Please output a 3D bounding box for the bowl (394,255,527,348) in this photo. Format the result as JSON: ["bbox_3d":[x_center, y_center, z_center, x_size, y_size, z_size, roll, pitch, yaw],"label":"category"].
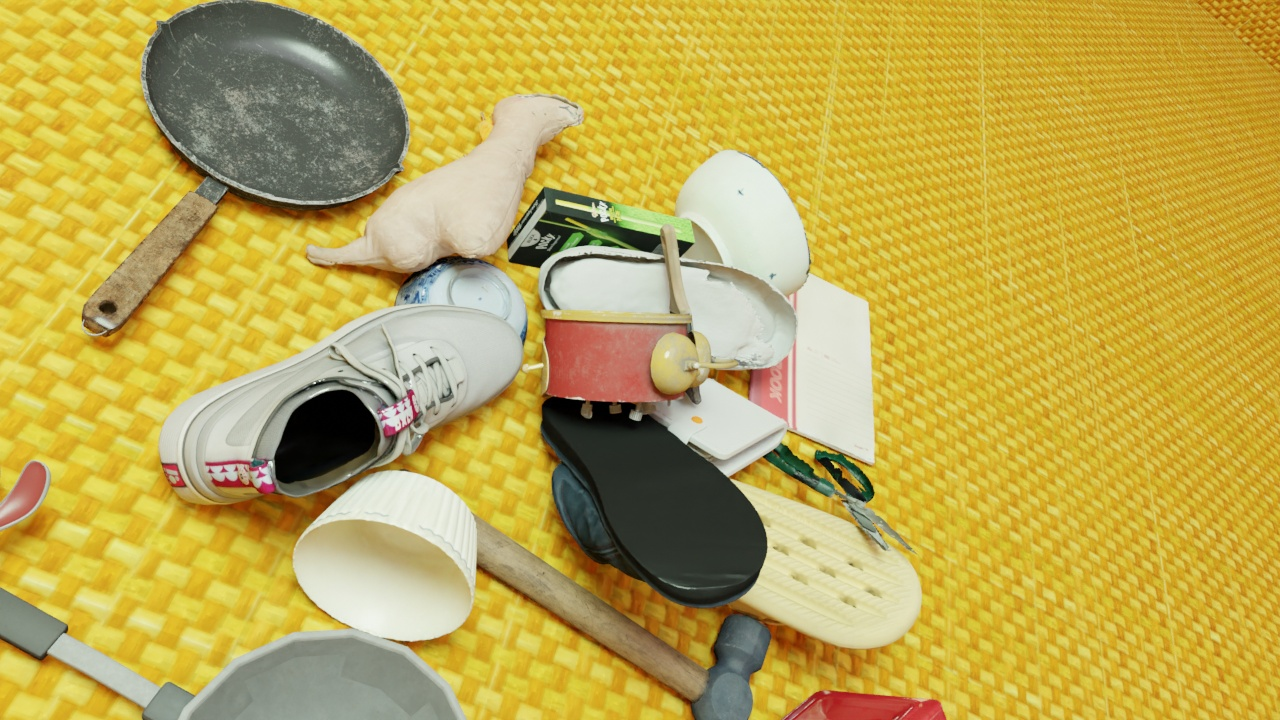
[{"bbox_3d":[-0.137,-0.042,0.741,0.114,0.045,0.114,16,55,-25],"label":"bowl"}]

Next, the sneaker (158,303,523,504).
[{"bbox_3d":[-0.168,0.025,0.611,0.262,0.129,0.097,-25,110,-41],"label":"sneaker"}]

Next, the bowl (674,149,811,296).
[{"bbox_3d":[0.084,-0.115,0.874,0.072,0.154,0.153,-31,82,-19],"label":"bowl"}]

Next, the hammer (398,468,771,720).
[{"bbox_3d":[-0.050,0.179,0.674,0.321,0.040,0.129,36,53,-9],"label":"hammer"}]

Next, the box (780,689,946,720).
[{"bbox_3d":[0.149,0.320,0.656,0.157,0.135,0.112,-19,85,-39],"label":"box"}]

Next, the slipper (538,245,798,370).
[{"bbox_3d":[0.026,-0.046,0.819,0.246,0.112,0.074,11,27,-17],"label":"slipper"}]

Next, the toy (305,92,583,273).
[{"bbox_3d":[-0.154,-0.163,0.785,0.196,0.065,0.263,-2,41,6],"label":"toy"}]

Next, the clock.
[{"bbox_3d":[-0.004,0.004,0.711,0.117,0.159,0.081,-12,105,-73],"label":"clock"}]

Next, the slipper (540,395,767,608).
[{"bbox_3d":[-0.002,0.112,0.671,0.108,0.084,0.265,-3,24,-27],"label":"slipper"}]

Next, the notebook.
[{"bbox_3d":[0.179,-0.007,0.952,0.153,0.012,0.208,23,52,-20],"label":"notebook"}]

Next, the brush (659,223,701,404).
[{"bbox_3d":[0.033,-0.039,0.769,0.012,0.039,0.151,-12,103,-11],"label":"brush"}]

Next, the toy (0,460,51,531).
[{"bbox_3d":[-0.364,0.102,0.489,0.049,0.030,0.111,7,52,14],"label":"toy"}]

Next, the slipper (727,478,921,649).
[{"bbox_3d":[0.094,0.167,0.750,0.261,0.079,0.111,23,44,4],"label":"slipper"}]

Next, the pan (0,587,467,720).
[{"bbox_3d":[-0.259,0.201,0.519,0.357,0.041,0.178,32,50,-6],"label":"pan"}]

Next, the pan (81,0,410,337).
[{"bbox_3d":[-0.309,-0.144,0.694,0.207,0.040,0.355,31,51,-15],"label":"pan"}]

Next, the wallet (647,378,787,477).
[{"bbox_3d":[0.050,0.050,0.794,0.115,0.038,0.118,30,30,28],"label":"wallet"}]

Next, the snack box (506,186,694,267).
[{"bbox_3d":[-0.035,-0.107,0.824,0.147,0.080,0.025,8,59,-30],"label":"snack box"}]

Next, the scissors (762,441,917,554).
[{"bbox_3d":[0.157,0.107,0.796,0.142,0.015,0.209,23,13,-12],"label":"scissors"}]

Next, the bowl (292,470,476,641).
[{"bbox_3d":[-0.156,0.121,0.593,0.115,0.116,0.062,32,35,-14],"label":"bowl"}]
